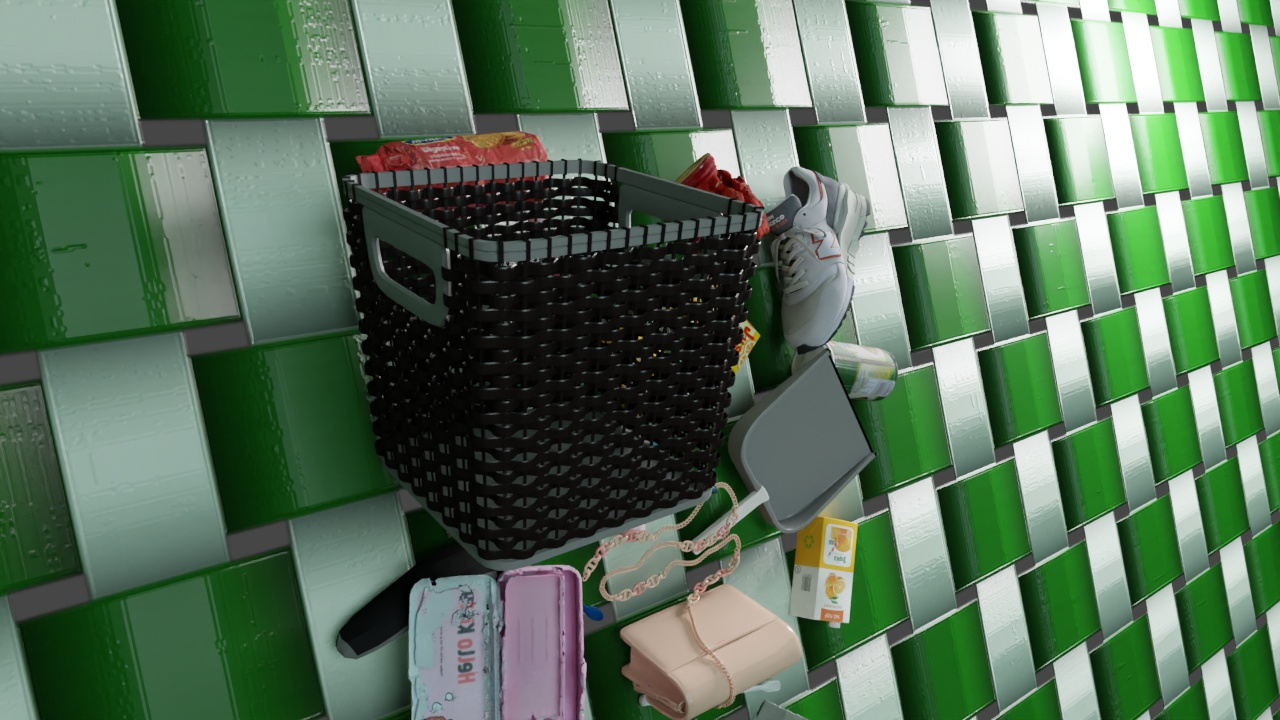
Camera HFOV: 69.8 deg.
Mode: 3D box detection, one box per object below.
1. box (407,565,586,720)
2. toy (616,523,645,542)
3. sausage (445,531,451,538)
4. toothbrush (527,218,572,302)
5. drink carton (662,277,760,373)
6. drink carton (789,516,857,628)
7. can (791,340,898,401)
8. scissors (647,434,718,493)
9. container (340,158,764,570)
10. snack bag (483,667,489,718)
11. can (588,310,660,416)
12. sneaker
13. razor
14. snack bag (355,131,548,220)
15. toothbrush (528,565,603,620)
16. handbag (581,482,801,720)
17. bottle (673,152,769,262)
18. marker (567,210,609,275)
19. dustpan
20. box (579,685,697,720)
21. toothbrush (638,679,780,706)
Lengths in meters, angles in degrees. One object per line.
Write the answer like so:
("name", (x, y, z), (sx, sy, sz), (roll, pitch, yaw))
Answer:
("box", (-0.122, 0.279, 0.785), (0.153, 0.041, 0.201), (0, 90, -18))
("toy", (-0.037, 0.132, 0.905), (0.099, 0.053, 0.095), (9, 66, -44))
("sausage", (-0.125, 0.113, 0.863), (0.155, 0.020, 0.020), (-44, 110, -30))
("toothbrush", (-0.085, -0.088, 0.917), (0.021, 0.016, 0.135), (-27, 98, -35))
("drink carton", (0.074, -0.042, 1.006), (0.122, 0.041, 0.058), (47, 61, -22))
("drink carton", (0.214, 0.247, 1.075), (0.058, 0.040, 0.122), (16, 76, -33))
("can", (0.246, 0.012, 1.106), (0.120, 0.067, 0.067), (7, 81, -35))
("scissors", (0.018, 0.106, 0.926), (0.118, 0.019, 0.147), (40, 31, 18))
("container", (-0.076, -0.015, 0.739), (0.245, 0.247, 0.244), (-13, 117, -36))
("snack bag", (-0.090, 0.379, 0.848), (0.225, 0.041, 0.077), (48, 63, -23))
("can", (-0.006, 0.005, 0.929), (0.067, 0.068, 0.105), (-41, 108, -31))
("sneaker", (0.187, -0.132, 1.077), (0.124, 0.089, 0.239), (35, 58, -22))
("razor", (-0.189, 0.204, 0.791), (0.155, 0.057, 0.060), (-21, 129, -35))
("snack bag", (-0.161, -0.164, 0.831), (0.176, 0.082, 0.082), (-16, 94, -35))
("toothbrush", (-0.089, 0.218, 0.881), (0.135, 0.017, 0.021), (36, 62, -24))
("handbag", (0.060, 0.242, 0.895), (0.198, 0.117, 0.187), (-13, 110, -35))
("bottle", (0.082, -0.159, 0.998), (0.111, 0.099, 0.098), (45, 62, -10))
("marker", (-0.056, -0.106, 0.926), (0.022, 0.016, 0.138), (53, 47, -40))
("dustpan", (0.151, 0.126, 1.025), (0.257, 0.033, 0.163), (-36, 118, -13))
("box", (0.075, 0.492, 0.960), (0.165, 0.447, 0.166), (53, 59, -32))
("toothbrush", (0.076, 0.356, 0.984), (0.186, 0.017, 0.012), (7, 78, -33))
